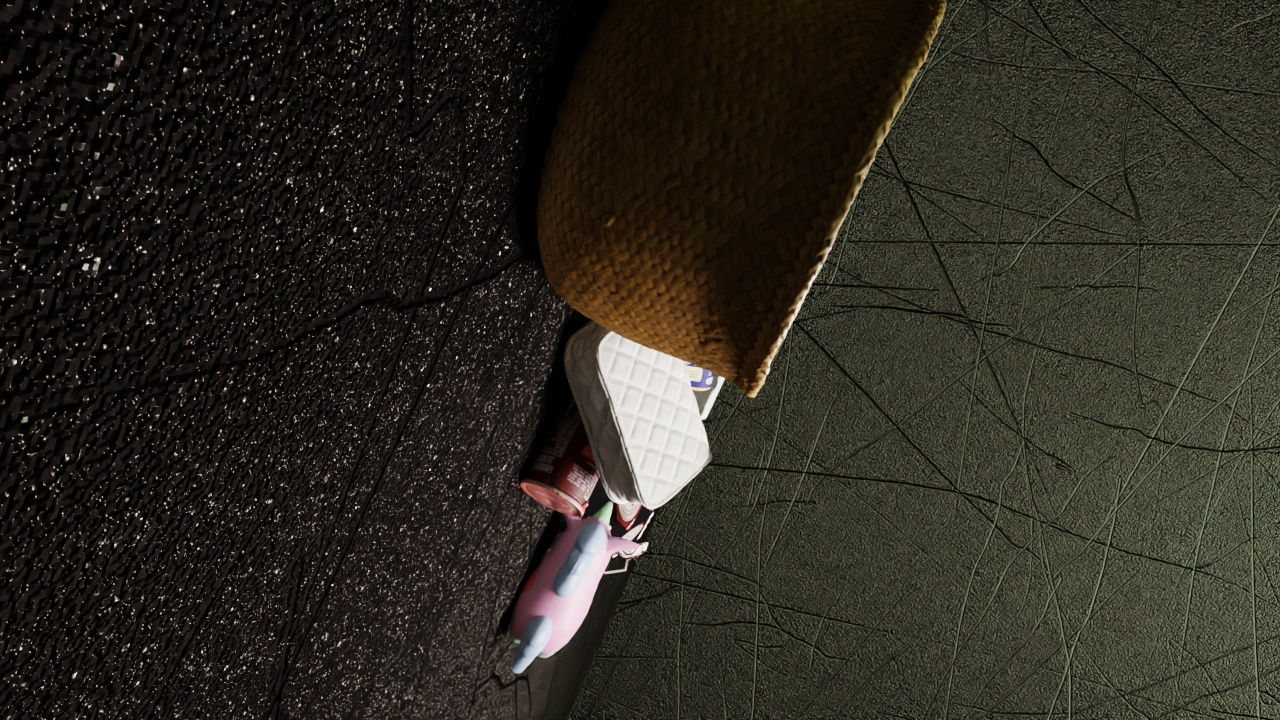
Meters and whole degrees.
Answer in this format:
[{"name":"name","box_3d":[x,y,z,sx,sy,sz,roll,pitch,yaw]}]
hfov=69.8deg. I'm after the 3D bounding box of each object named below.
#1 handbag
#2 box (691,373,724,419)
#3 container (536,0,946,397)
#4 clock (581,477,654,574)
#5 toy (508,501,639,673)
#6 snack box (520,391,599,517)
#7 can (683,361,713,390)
[{"name":"handbag","box_3d":[-0.002,0.040,0.917,0.138,0.073,0.195,-35,116,-44]},{"name":"box","box_3d":[0.065,-0.036,1.182,0.197,0.134,0.041,-65,161,-6]},{"name":"container","box_3d":[0.059,-0.141,0.655,0.307,0.196,0.307,25,88,-83]},{"name":"clock","box_3d":[-0.041,0.232,1.325,0.065,0.115,0.154,37,61,-81]},{"name":"toy","box_3d":[-0.103,0.301,1.218,0.221,0.120,0.172,-60,179,-41]},{"name":"snack box","box_3d":[-0.066,0.093,0.958,0.072,0.072,0.121,95,20,-66]},{"name":"can","box_3d":[0.034,-0.022,1.039,0.056,0.116,0.092,-101,-159,-74]}]
